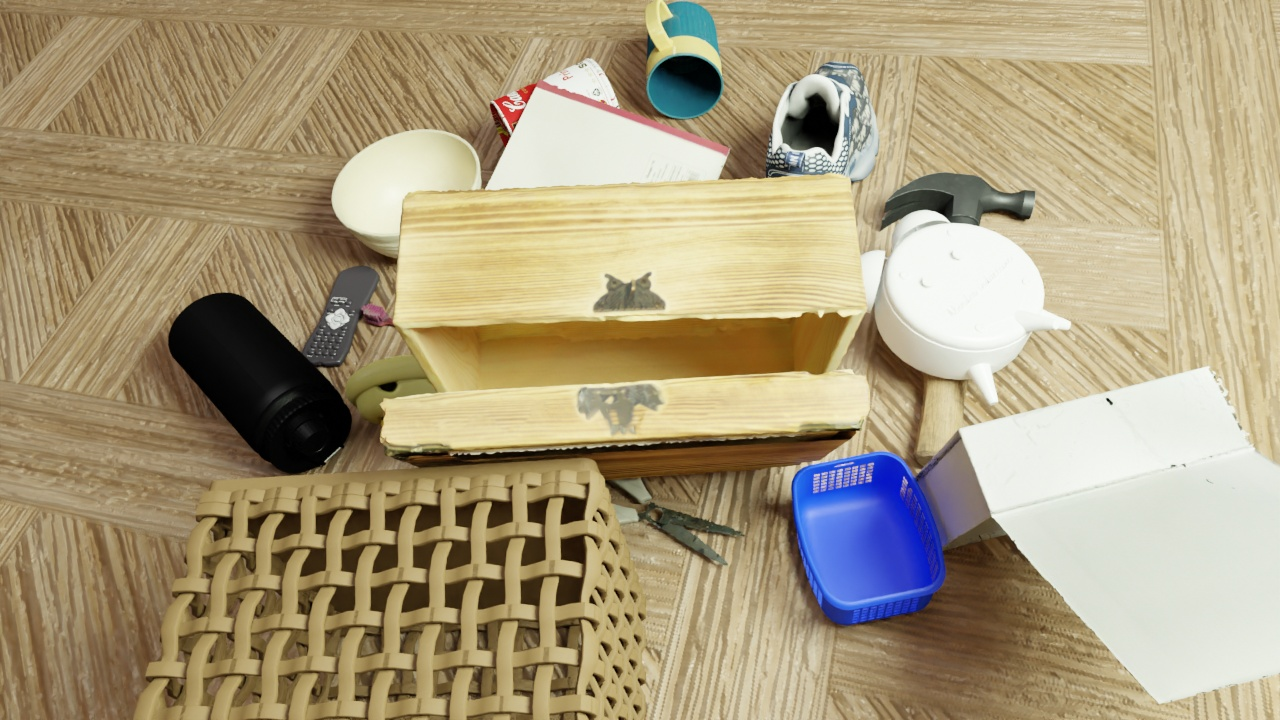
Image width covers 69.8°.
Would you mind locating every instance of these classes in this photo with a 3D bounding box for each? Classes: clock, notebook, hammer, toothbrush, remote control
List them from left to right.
[{"bbox_3d":[-0.297,-0.047,0.912,0.046,0.009,0.124,4,56,12],"label":"remote control"},{"bbox_3d":[-0.186,-0.025,0.873,0.190,0.016,0.016,15,58,20],"label":"toothbrush"},{"bbox_3d":[-0.034,-0.182,0.907,0.209,0.012,0.153,22,75,5],"label":"notebook"},{"bbox_3d":[0.267,-0.044,0.801,0.132,0.040,0.304,10,58,12],"label":"hammer"},{"bbox_3d":[0.256,-0.055,0.745,0.125,0.073,0.161,-39,64,-21],"label":"clock"}]

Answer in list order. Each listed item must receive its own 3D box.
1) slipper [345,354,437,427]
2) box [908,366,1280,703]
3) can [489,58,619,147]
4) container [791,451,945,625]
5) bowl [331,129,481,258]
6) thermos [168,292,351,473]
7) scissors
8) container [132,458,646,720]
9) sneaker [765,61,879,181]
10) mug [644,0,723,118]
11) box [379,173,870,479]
[{"bbox_3d":[-0.156,0.035,0.796,0.190,0.092,0.081,-9,79,2],"label":"slipper"},{"bbox_3d":[0.291,0.078,0.479,0.166,0.478,0.119,-15,91,-1],"label":"box"},{"bbox_3d":[-0.089,-0.259,0.980,0.116,0.087,0.086,-27,55,-9],"label":"can"},{"bbox_3d":[0.164,0.133,0.676,0.096,0.058,0.114,-12,54,1],"label":"container"},{"bbox_3d":[-0.228,-0.158,0.939,0.151,0.075,0.150,-5,55,7],"label":"bowl"},{"bbox_3d":[-0.334,0.025,0.820,0.086,0.086,0.198,-42,59,-19],"label":"thermos"},{"bbox_3d":[-0.006,0.124,0.741,0.154,0.013,0.163,-25,56,-7],"label":"scissors"},{"bbox_3d":[-0.133,0.212,0.570,0.252,0.220,0.213,-4,54,7],"label":"container"},{"bbox_3d":[0.172,-0.227,0.879,0.103,0.133,0.268,11,52,16],"label":"sneaker"},{"bbox_3d":[0.040,-0.341,1.001,0.083,0.113,0.107,-18,49,25],"label":"mug"},{"bbox_3d":[-0.007,0.004,0.636,0.279,0.245,0.167,-4,71,0],"label":"box"}]
